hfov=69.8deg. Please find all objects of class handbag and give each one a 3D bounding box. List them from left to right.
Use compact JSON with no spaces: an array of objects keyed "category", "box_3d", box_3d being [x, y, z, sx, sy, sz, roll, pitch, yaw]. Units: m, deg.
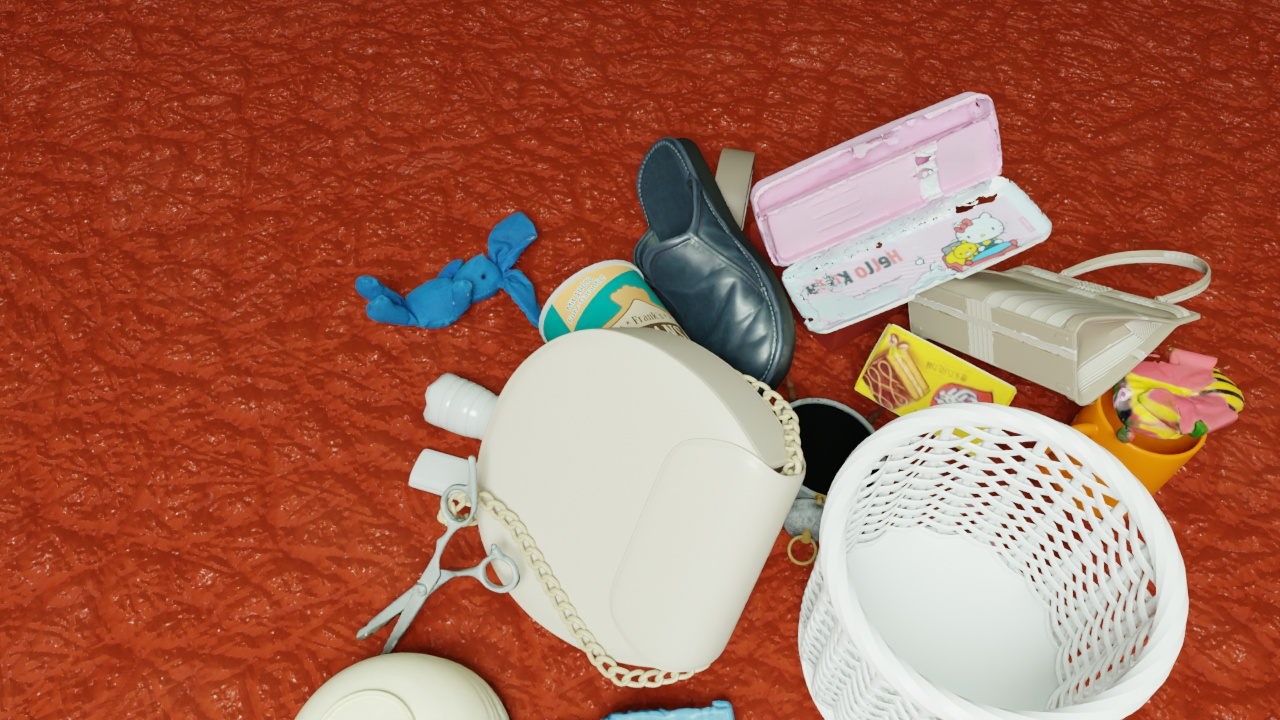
[{"category":"handbag","box_3d":[-0.013,0.087,0.609,0.209,0.211,0.103,29,17,25]},{"category":"handbag","box_3d":[0.340,-0.051,0.700,0.197,0.062,0.175,-19,23,-16]}]

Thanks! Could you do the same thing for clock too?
[{"category":"clock","box_3d":[0.133,0.090,0.702,0.104,0.056,0.147,19,51,1]}]

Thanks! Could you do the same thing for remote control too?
[{"category":"remote control","box_3d":[-0.116,0.099,0.718,0.131,0.012,0.033,14,55,9]}]

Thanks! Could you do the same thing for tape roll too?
[{"category":"tape roll","box_3d":[0.083,-0.147,0.848,0.030,0.094,0.093,10,55,6]}]

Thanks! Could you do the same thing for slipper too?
[{"category":"slipper","box_3d":[0.035,-0.082,0.772,0.083,0.109,0.265,-3,57,-34]}]

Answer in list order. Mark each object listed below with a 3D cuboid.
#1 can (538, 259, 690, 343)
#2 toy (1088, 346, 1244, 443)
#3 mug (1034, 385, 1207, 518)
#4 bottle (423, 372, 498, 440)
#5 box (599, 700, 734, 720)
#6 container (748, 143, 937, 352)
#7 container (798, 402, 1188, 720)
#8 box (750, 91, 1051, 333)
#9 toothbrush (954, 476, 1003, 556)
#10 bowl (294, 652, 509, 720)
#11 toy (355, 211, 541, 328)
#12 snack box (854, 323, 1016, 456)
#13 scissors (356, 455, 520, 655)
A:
[{"category":"can","box_3d":[-0.004,0.004,0.734,0.099,0.099,0.144,-25,59,-18]},{"category":"toy","box_3d":[0.373,0.024,0.642,0.103,0.046,0.084,-12,34,-12]},{"category":"mug","box_3d":[0.350,0.067,0.697,0.112,0.096,0.077,-8,55,-7]},{"category":"bottle","box_3d":[-0.106,0.052,0.733,0.136,0.044,0.044,20,56,13]},{"category":"box","box_3d":[-0.004,0.327,0.532,0.175,0.060,0.231,-8,56,-5]},{"category":"container","box_3d":[0.209,-0.120,0.810,0.200,0.127,0.148,-36,62,-12]},{"category":"container","box_3d":[0.198,0.153,0.568,0.189,0.187,0.189,-2,57,3]},{"category":"box","box_3d":[0.198,-0.112,0.701,0.201,0.111,0.101,-23,33,1]},{"category":"toothbrush","box_3d":[0.264,0.143,0.691,0.021,0.016,0.134,-11,55,-2]},{"category":"bowl","box_3d":[-0.158,0.246,0.562,0.151,0.075,0.150,-4,56,5]},{"category":"toy","box_3d":[-0.156,-0.061,0.800,0.176,0.071,0.112,-21,59,-28]},{"category":"snack box","box_3d":[0.232,0.024,0.725,0.106,0.083,0.061,32,97,20]},{"category":"scissors","box_3d":[-0.146,0.137,0.620,0.153,0.014,0.131,-16,91,21]}]
